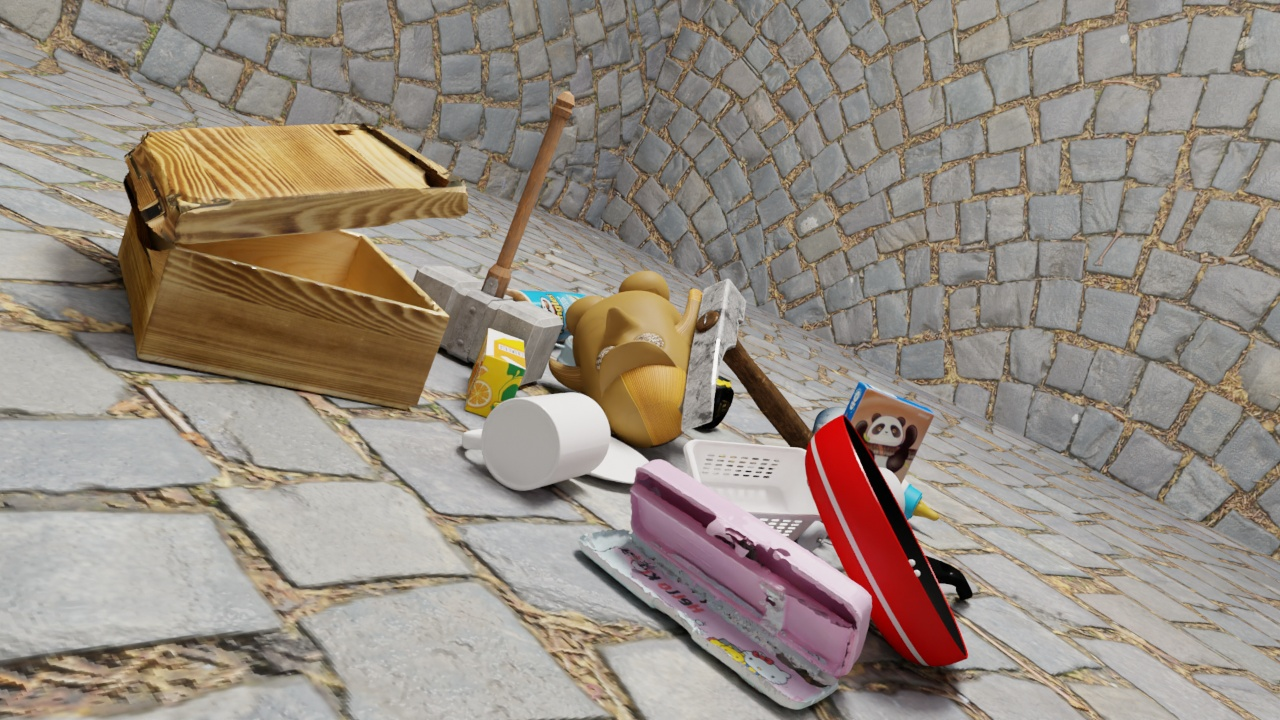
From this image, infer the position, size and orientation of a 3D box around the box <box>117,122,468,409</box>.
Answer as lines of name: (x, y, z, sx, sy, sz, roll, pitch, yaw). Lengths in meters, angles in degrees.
box: (-0.328, -0.122, 0.824, 0.257, 0.215, 0.279, 12, 16, -36)

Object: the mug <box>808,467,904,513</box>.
mug: (0.227, 0.164, 0.965, 0.089, 0.071, 0.107, 1, 49, -27)

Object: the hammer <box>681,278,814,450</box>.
hammer: (0.150, 0.080, 1.034, 0.300, 0.037, 0.217, 49, 35, -28)

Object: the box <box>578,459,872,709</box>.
box: (0.049, 0.160, 0.635, 0.202, 0.088, 0.095, 30, 47, 34)

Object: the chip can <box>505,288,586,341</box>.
chip can: (-0.134, -0.060, 1.267, 0.080, 0.080, 0.229, 26, 11, 17)

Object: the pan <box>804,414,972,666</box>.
pan: (0.231, 0.174, 0.798, 0.356, 0.067, 0.208, 44, 22, -53)

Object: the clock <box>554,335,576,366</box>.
clock: (-0.035, 0.016, 1.181, 0.159, 0.045, 0.122, 23, 11, 9)

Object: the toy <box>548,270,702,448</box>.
toy: (-0.006, 0.006, 1.009, 0.203, 0.199, 0.162, -107, 171, -50)

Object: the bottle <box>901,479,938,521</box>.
bottle: (0.303, 0.162, 1.144, 0.146, 0.051, 0.051, 27, 12, 23)

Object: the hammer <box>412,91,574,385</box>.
hammer: (-0.138, -0.147, 1.026, 0.163, 0.318, 0.082, 25, 11, 11)

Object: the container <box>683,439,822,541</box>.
container: (0.098, 0.120, 0.823, 0.129, 0.050, 0.080, 6, 42, -18)

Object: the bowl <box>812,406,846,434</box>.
bowl: (0.275, 0.121, 1.224, 0.114, 0.060, 0.115, 26, -33, 18)

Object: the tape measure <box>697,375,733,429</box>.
tape measure: (0.091, 0.053, 1.184, 0.042, 0.071, 0.072, 23, 16, 22)

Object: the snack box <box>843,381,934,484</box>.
snack box: (0.258, 0.109, 1.039, 0.087, 0.151, 0.034, 22, 10, -7)

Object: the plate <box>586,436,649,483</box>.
plate: (-0.050, 0.089, 0.879, 0.134, 0.011, 0.134, 22, 11, -5)

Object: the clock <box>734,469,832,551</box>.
clock: (0.141, 0.151, 0.907, 0.123, 0.035, 0.094, 27, 11, 18)

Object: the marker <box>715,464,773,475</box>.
marker: (0.115, 0.127, 1.031, 0.022, 0.016, 0.138, -7, -7, 33)

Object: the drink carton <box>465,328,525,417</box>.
drink carton: (-0.145, 0.014, 0.923, 0.041, 0.058, 0.122, 20, 11, -13)

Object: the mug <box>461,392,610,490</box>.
mug: (-0.094, 0.066, 0.774, 0.111, 0.074, 0.090, -1, 1, 24)
